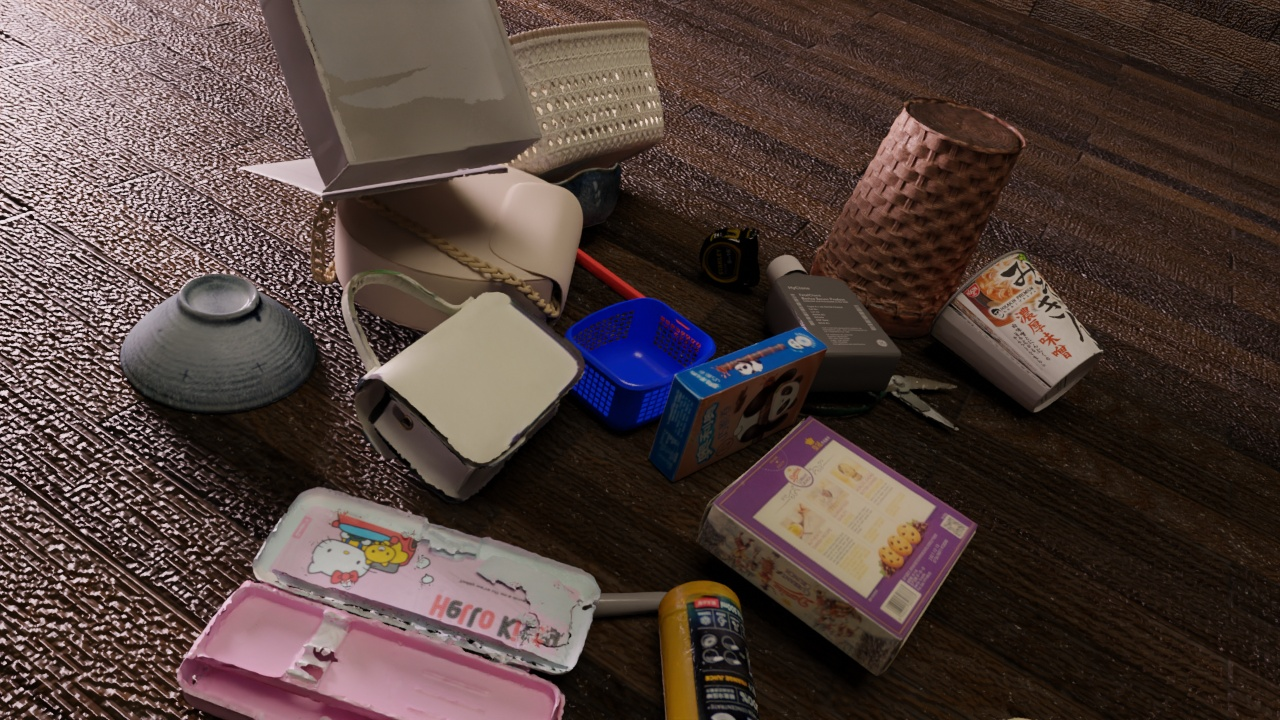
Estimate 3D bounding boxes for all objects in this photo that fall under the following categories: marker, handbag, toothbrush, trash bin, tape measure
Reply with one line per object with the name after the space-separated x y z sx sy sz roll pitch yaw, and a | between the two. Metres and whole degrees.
-0.033 0.156 0.592 0.138 0.016 0.022 2 16 -19 | marker
-0.149 0.002 0.679 0.176 0.074 0.150 41 42 1 | handbag
-0.018 -0.066 0.883 0.212 0.012 0.017 38 42 26 | toothbrush
-0.160 -0.113 0.813 0.208 0.104 0.210 13 37 -5 | handbag
0.278 -0.149 0.938 0.151 0.211 0.151 10 37 -8 | trash bin
0.092 -0.106 0.935 0.061 0.062 0.034 5 36 15 | tape measure

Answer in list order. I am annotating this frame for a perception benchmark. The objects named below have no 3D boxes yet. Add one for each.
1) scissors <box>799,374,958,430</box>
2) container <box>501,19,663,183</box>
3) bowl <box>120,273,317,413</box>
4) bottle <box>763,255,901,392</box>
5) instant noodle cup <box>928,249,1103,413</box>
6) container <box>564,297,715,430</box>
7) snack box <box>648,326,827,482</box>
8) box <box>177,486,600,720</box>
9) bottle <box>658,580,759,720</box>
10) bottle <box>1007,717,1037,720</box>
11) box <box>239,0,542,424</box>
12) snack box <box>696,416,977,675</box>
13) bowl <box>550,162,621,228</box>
0.196 0.015 0.860 0.202 0.015 0.202 -19 47 -39 | scissors
-0.092 -0.266 0.966 0.245 0.185 0.143 -27 99 -43 | container
-0.313 -0.027 0.683 0.137 0.057 0.136 10 37 -8 | bowl
0.167 -0.041 0.873 0.083 0.046 0.173 0 38 -19 | bottle
0.372 -0.022 0.898 0.123 0.124 0.121 -18 58 -37 | instant noodle cup
-0.004 0.004 0.759 0.096 0.058 0.114 38 42 26 | container
0.079 0.032 0.731 0.151 0.087 0.034 -20 49 -38 | snack box
-0.135 0.159 0.528 0.201 0.038 0.152 18 37 2 | box
0.042 0.213 0.513 0.053 0.053 0.185 9 37 -10 | bottle
0.221 0.260 0.530 0.044 0.044 0.108 25 37 12 | bottle
-0.240 -0.138 0.791 0.167 0.424 0.173 -19 67 -39 | box
0.138 0.119 0.635 0.148 0.041 0.143 34 40 22 | snack box
-0.066 -0.162 0.939 0.110 0.055 0.110 -15 10 3 | bowl
